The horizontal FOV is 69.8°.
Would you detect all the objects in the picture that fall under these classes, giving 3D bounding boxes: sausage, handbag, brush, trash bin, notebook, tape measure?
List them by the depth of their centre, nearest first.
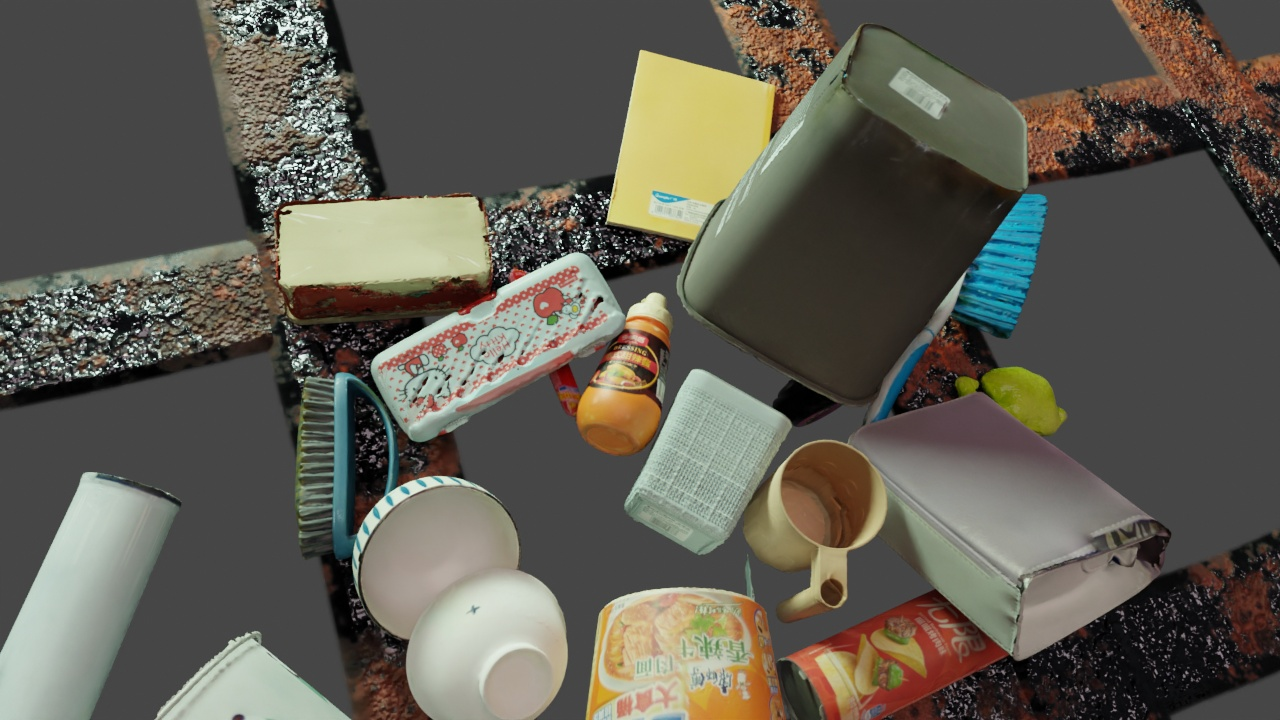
[{"bbox_3d":[-0.190,0.319,0.508,0.252,0.230,0.229,35,65,-1],"label":"trash bin"},{"bbox_3d":[-0.219,0.077,0.689,0.073,0.055,0.143,-3,68,-12],"label":"brush"},{"bbox_3d":[0.270,0.116,0.702,0.144,0.098,0.197,-21,34,-15],"label":"handbag"},{"bbox_3d":[0.171,-0.120,0.731,0.198,0.220,0.198,29,44,-3],"label":"trash bin"},{"bbox_3d":[-0.079,-0.015,0.777,0.020,0.020,0.155,-19,73,-19],"label":"sausage"},{"bbox_3d":[0.145,0.029,0.782,0.057,0.057,0.039,-7,65,-52],"label":"tape measure"},{"bbox_3d":[0.291,-0.039,0.848,0.109,0.061,0.313,21,67,4],"label":"brush"},{"bbox_3d":[0.053,-0.204,0.889,0.146,0.010,0.206,12,65,-7],"label":"notebook"}]

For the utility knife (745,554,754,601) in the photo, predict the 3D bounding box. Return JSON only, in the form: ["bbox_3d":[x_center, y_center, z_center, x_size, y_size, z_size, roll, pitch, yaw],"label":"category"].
[{"bbox_3d":[0.086,0.240,0.695,0.018,0.034,0.185,0,66,-3],"label":"utility knife"}]

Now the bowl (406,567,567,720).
[{"bbox_3d":[-0.093,0.209,0.626,0.118,0.065,0.118,-3,97,-28],"label":"bowl"}]

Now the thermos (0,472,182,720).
[{"bbox_3d":[-0.382,0.190,0.603,0.073,0.073,0.223,15,66,-5],"label":"thermos"}]

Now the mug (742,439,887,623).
[{"bbox_3d":[0.130,0.136,0.708,0.084,0.104,0.124,8,66,-8],"label":"mug"}]

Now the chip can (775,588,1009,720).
[{"bbox_3d":[0.213,0.222,0.707,0.216,0.073,0.073,-19,72,-17],"label":"chip can"}]

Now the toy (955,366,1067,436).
[{"bbox_3d":[0.333,0.039,0.831,0.096,0.031,0.100,43,66,10],"label":"toy"}]

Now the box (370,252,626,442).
[{"bbox_3d":[-0.111,-0.011,0.738,0.201,0.047,0.087,-30,75,-12],"label":"box"}]

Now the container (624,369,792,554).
[{"bbox_3d":[0.049,0.084,0.723,0.090,0.090,0.111,29,67,2],"label":"container"}]

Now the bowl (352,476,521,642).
[{"bbox_3d":[-0.151,0.136,0.661,0.116,0.066,0.116,-6,104,-28],"label":"bowl"}]

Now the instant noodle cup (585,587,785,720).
[{"bbox_3d":[0.030,0.228,0.632,0.151,0.152,0.111,6,58,-9],"label":"instant noodle cup"}]

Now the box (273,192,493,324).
[{"bbox_3d":[-0.208,-0.086,0.749,0.168,0.077,0.091,-5,68,-13],"label":"box"}]

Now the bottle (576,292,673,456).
[{"bbox_3d":[-0.005,0.004,0.764,0.067,0.067,0.149,20,58,-3],"label":"bottle"}]
